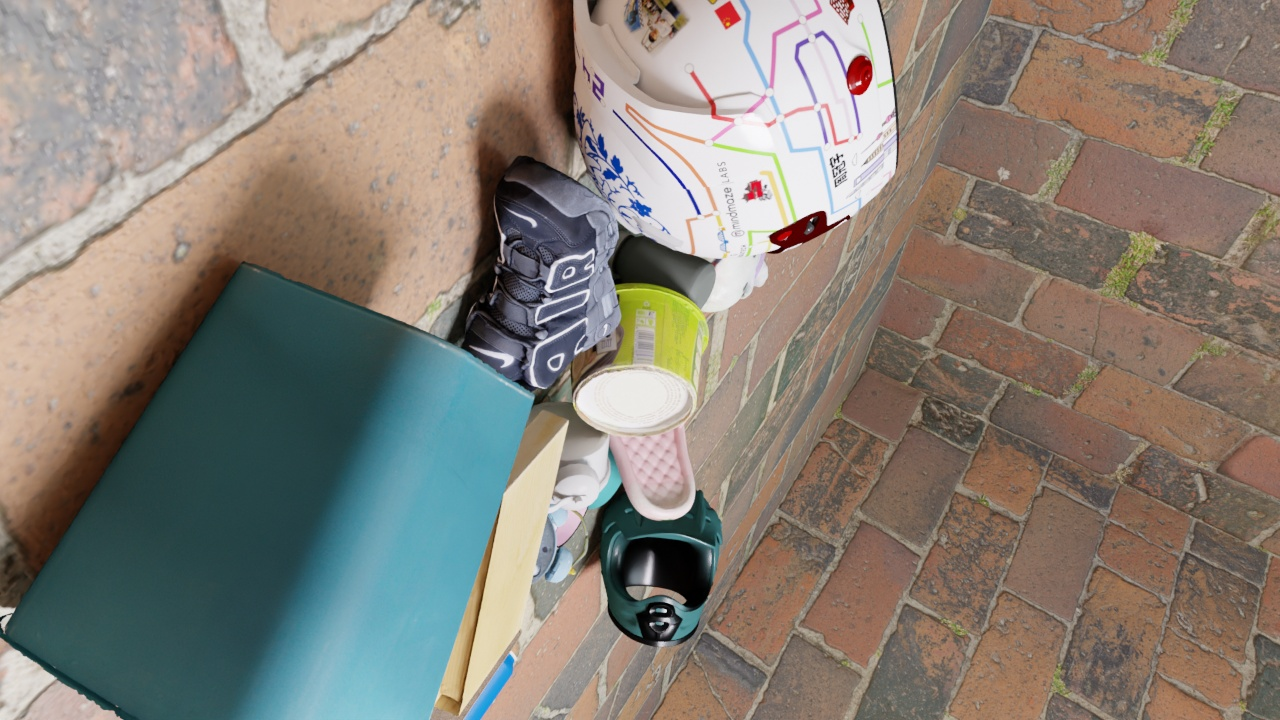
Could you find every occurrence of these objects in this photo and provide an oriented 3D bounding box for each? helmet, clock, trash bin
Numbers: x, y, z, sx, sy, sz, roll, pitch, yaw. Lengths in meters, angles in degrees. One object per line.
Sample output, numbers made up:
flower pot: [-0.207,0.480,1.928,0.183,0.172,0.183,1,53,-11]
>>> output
helmet: [0.067,-0.195,0.727,0.236,0.231,0.314,-31,157,4]
clock: [-0.114,0.179,0.910,0.052,0.124,0.088,119,-35,-79]
clock: [-0.088,0.101,0.906,0.158,0.120,0.061,-56,158,-54]
trash bin: [-0.183,0.083,0.521,0.218,0.197,0.199,-67,163,-8]
helmet: [0.030,0.267,1.304,0.274,0.176,0.200,-98,-165,-81]

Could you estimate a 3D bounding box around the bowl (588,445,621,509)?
bowl: [-0.064,0.104,1.039,0.046,0.121,0.121,21,98,-32]

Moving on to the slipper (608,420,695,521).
slipper: [0.008,0.064,0.993,0.106,0.221,0.056,-5,161,-30]

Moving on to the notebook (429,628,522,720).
notebook: [-0.224,0.306,0.893,0.214,0.034,0.190,-54,137,-28]

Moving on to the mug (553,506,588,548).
mug: [-0.101,0.156,1.002,0.090,0.076,0.124,-60,162,-9]

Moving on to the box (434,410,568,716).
box: [-0.137,0.166,0.774,0.127,0.092,0.250,-68,174,-62]

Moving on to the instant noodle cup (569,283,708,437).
instant noodle cup: [-0.005,0.005,0.892,0.146,0.146,0.097,91,-1,-53]

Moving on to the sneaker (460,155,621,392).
sneaker: [-0.095,-0.047,0.718,0.150,0.097,0.253,-54,165,-19]

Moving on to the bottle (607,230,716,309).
bottle: [0.018,-0.091,0.931,0.060,0.108,0.060,-52,159,-30]

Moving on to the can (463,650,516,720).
can: [-0.207,0.370,1.006,0.145,0.079,0.079,-53,159,-29]

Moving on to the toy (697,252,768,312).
toy: [0.121,-0.143,1.181,0.208,0.085,0.138,-33,143,-60]

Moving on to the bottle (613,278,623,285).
bottle: [-0.022,-0.069,0.974,0.122,0.033,0.033,-45,154,-45]
